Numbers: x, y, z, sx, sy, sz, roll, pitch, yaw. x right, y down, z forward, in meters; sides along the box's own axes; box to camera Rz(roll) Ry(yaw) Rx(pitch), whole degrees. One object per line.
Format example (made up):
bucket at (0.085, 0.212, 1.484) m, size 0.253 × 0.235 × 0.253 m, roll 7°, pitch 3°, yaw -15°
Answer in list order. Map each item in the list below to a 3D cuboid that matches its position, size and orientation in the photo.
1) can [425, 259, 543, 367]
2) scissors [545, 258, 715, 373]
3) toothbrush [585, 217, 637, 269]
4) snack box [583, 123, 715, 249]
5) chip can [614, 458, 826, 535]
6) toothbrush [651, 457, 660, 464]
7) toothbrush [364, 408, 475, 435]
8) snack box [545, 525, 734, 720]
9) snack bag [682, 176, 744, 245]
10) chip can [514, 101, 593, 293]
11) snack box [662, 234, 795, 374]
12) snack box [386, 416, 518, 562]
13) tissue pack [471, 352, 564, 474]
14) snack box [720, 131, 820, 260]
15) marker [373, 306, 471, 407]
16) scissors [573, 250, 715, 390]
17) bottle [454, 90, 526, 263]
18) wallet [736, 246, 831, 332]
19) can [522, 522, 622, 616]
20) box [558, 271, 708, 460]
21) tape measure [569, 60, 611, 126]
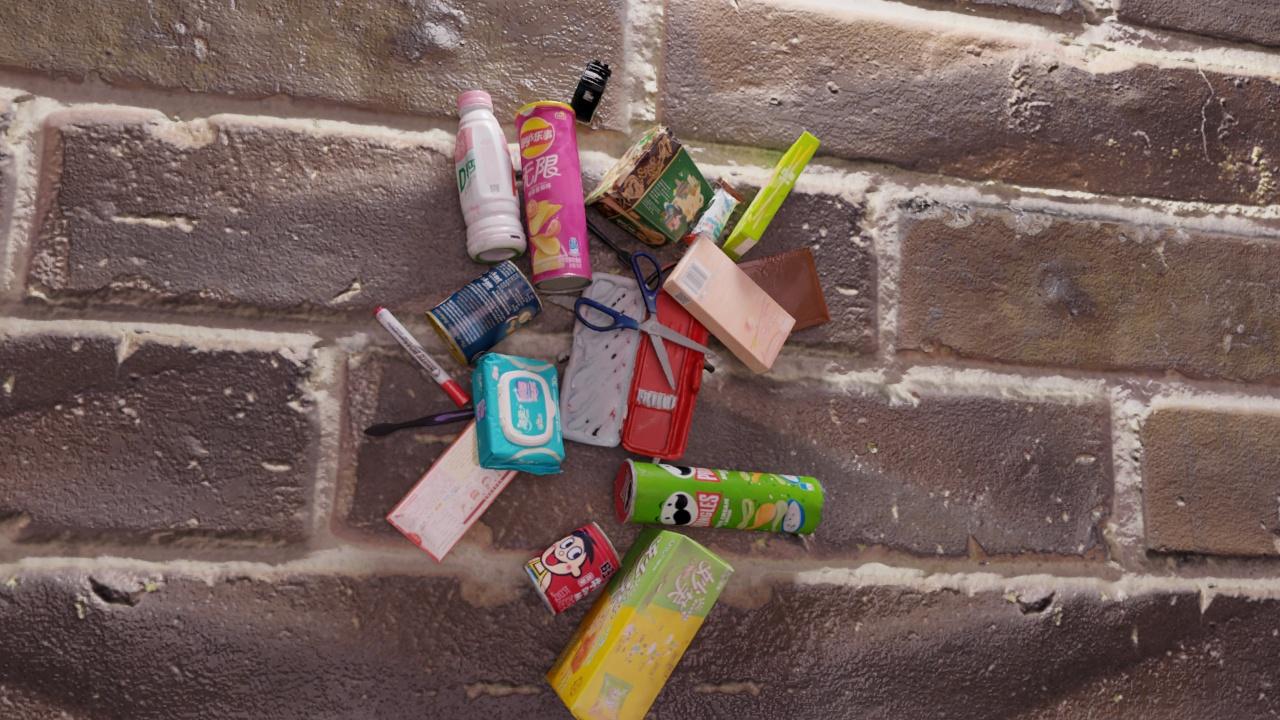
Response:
can at (-0.174, -0.055, 1.033) m, size 0.111 × 0.075 × 0.075 m, roll -38°, pitch 91°, yaw -15°
scissors at (0.000, -0.054, 1.100) m, size 0.225 × 0.015 × 0.188 m, roll 25°, pitch 78°, yaw -8°
toothbrush at (-0.073, -0.173, 1.104) m, size 0.181 × 0.018 × 0.015 m, roll 42°, pitch 81°, yaw -1°
snack box at (0.015, -0.196, 1.085) m, size 0.105 × 0.118 × 0.118 m, roll 43°, pitch 78°, yaw -15°
chip can at (0.091, 0.158, 1.049) m, size 0.236 × 0.072 × 0.072 m, roll 7°, pitch 80°, yaw -17°
toothbrush at (0.024, 0.103, 1.081) m, size 0.016 × 0.016 × 0.180 m, roll 21°, pitch 78°, yaw -10°
toothbrush at (-0.216, 0.064, 1.041) m, size 0.188 × 0.017 × 0.014 m, roll -9°, pitch 93°, yaw -16°
snack box at (-0.006, 0.283, 0.975) m, size 0.070 × 0.158 × 0.209 m, roll 36°, pitch 76°, yaw -8°
snack bag at (0.091, -0.173, 1.132) m, size 0.048 × 0.026 × 0.104 m, roll 37°, pitch 76°, yaw -17°
chip can at (-0.099, -0.186, 1.057) m, size 0.071 × 0.071 × 0.210 m, roll -5°, pitch 79°, yaw -13°
snack box at (0.105, -0.065, 1.068) m, size 0.157 × 0.026 × 0.084 m, roll 42°, pitch 57°, yaw -13°
snack box at (-0.200, 0.139, 1.019) m, size 0.077 × 0.027 × 0.155 m, roll 44°, pitch 75°, yaw -11°
tissue pack at (-0.134, 0.062, 1.011) m, size 0.093 × 0.050 × 0.133 m, roll 6°, pitch 67°, yaw -34°
snack box at (0.158, -0.199, 1.119) m, size 0.026 × 0.086 × 0.156 m, roll 35°, pitch 77°, yaw -4°
marker at (-0.248, -0.004, 1.041) m, size 0.017 × 0.017 × 0.145 m, roll -44°, pitch 92°, yaw -14°
scissors at (0.004, -0.048, 1.050) m, size 0.174 × 0.012 × 0.162 m, roll 4°, pitch 77°, yaw -2°
bottle at (-0.178, -0.214, 1.062) m, size 0.068 × 0.068 × 0.196 m, roll -7°, pitch 80°, yaw -13°
wallet at (0.168, -0.079, 1.133) m, size 0.124 × 0.032 × 0.101 m, roll -16°, pitch 88°, yaw -13°
can at (-0.075, 0.229, 1.016) m, size 0.093 × 0.067 × 0.066 m, roll -31°, pitch 89°, yaw -15°
box at (-0.007, 0.006, 1.066) m, size 0.158 × 0.039 × 0.201 m, roll 11°, pitch 80°, yaw 3°
tape measure at (-0.062, -0.317, 1.100) m, size 0.033 × 0.066 × 0.065 m, roll 24°, pitch 43°, yaw -7°
